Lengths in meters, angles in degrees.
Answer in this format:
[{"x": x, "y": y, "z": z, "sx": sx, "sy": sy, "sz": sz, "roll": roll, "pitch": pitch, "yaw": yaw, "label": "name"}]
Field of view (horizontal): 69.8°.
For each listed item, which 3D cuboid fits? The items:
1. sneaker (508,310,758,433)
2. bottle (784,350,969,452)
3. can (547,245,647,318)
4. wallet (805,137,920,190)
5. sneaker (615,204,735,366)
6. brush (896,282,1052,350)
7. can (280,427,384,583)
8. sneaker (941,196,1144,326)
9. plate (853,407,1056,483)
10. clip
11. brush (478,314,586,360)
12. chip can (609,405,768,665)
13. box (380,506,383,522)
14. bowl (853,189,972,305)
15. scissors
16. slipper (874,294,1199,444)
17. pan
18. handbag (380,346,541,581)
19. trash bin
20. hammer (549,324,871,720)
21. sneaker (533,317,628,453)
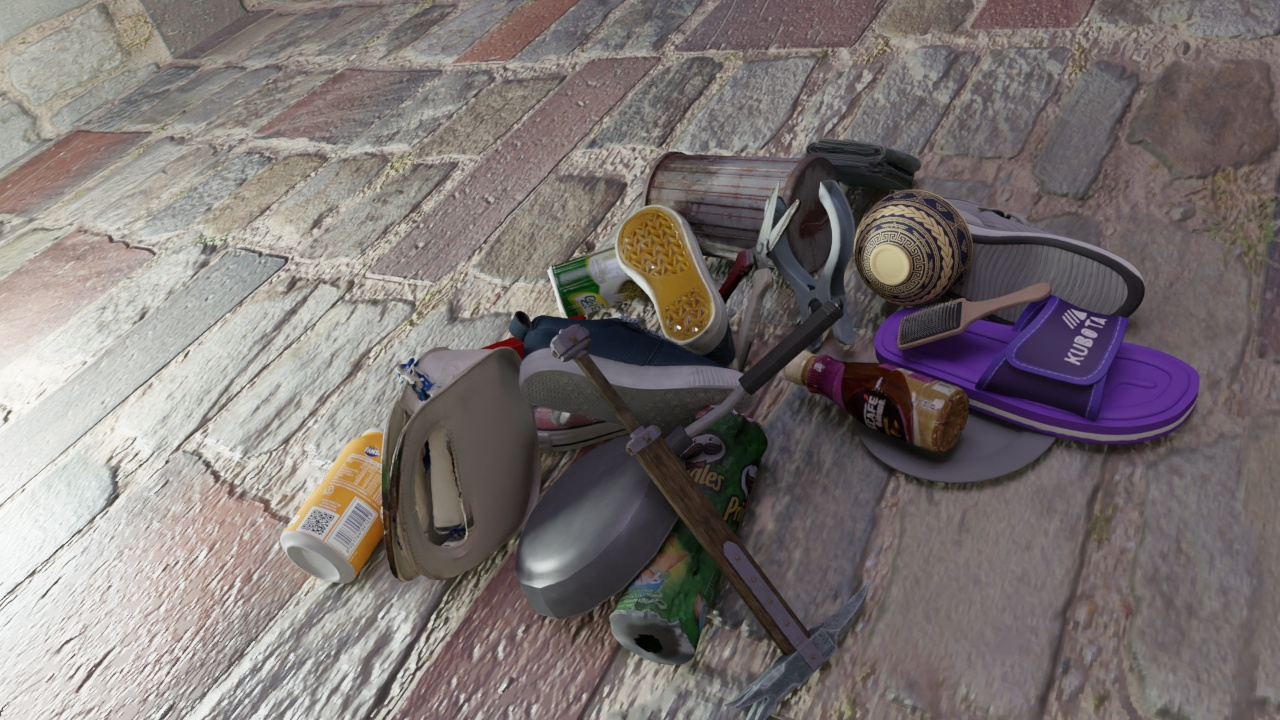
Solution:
[{"x": -0.005, "y": 0.005, "z": 0.847, "sx": 0.235, "sy": 0.089, "sz": 0.087, "roll": 11, "pitch": 52, "yaw": -21, "label": "sneaker"}, {"x": 0.204, "y": 0.028, "z": 0.819, "sx": 0.166, "sy": 0.060, "sz": 0.059, "roll": 23, "pitch": 55, "yaw": 39, "label": "bottle"}, {"x": -0.043, "y": -0.096, "z": 1.079, "sx": 0.121, "sy": 0.067, "sz": 0.067, "roll": -18, "pitch": 39, "yaw": 1, "label": "can"}, {"x": 0.260, "y": -0.231, "z": 1.074, "sx": 0.100, "sy": 0.054, "sz": 0.131, "roll": 11, "pitch": 11, "yaw": 33, "label": "wallet"}, {"x": 0.045, "y": -0.081, "z": 0.975, "sx": 0.087, "sy": 0.079, "sz": 0.235, "roll": -38, "pitch": 43, "yaw": 13, "label": "sneaker"}, {"x": 0.288, "y": -0.045, "z": 0.804, "sx": 0.136, "sy": 0.015, "sz": 0.049, "roll": -19, "pitch": 29, "yaw": 34, "label": "brush"}, {"x": -0.278, "y": 0.140, "z": 0.894, "sx": 0.079, "sy": 0.079, "sz": 0.142, "roll": 3, "pitch": 44, "yaw": 25, "label": "can"}, {"x": 0.365, "y": -0.107, "z": 0.915, "sx": 0.263, "sy": 0.097, "sz": 0.128, "roll": 23, "pitch": 37, "yaw": 31, "label": "sneaker"}, {"x": 0.283, "y": 0.044, "z": 0.827, "sx": 0.178, "sy": 0.012, "sz": 0.178, "roll": -12, "pitch": 40, "yaw": 10, "label": "plate"}, {"x": 0.157, "y": -0.093, "z": 0.938, "sx": 0.029, "sy": 0.171, "sz": 0.142, "roll": -13, "pitch": 12, "yaw": -38, "label": "clip"}, {"x": -0.135, "y": -0.001, "z": 1.010, "sx": 0.173, "sy": 0.042, "sz": 0.082, "roll": -19, "pitch": 11, "yaw": 0, "label": "brush"}, {"x": 0.044, "y": 0.140, "z": 0.767, "sx": 0.075, "sy": 0.075, "sz": 0.222, "roll": 3, "pitch": 44, "yaw": 25, "label": "chip can"}, {"x": -0.203, "y": 0.103, "z": 0.914, "sx": 0.043, "sy": 0.083, "sz": 0.186, "roll": 4, "pitch": 43, "yaw": 17, "label": "box"}, {"x": 0.252, "y": -0.101, "z": 0.879, "sx": 0.112, "sy": 0.112, "sz": 0.061, "roll": 16, "pitch": 33, "yaw": 35, "label": "bowl"}, {"x": 0.110, "y": -0.077, "z": 0.944, "sx": 0.194, "sy": 0.015, "sz": 0.179, "roll": -27, "pitch": 60, "yaw": 58, "label": "scissors"}, {"x": 0.330, "y": -0.013, "z": 0.795, "sx": 0.267, "sy": 0.084, "sz": 0.107, "roll": 17, "pitch": 51, "yaw": 36, "label": "slipper"}, {"x": 0.024, "y": 0.072, "z": 0.767, "sx": 0.357, "sy": 0.041, "sz": 0.178, "roll": -42, "pitch": 22, "yaw": 6, "label": "pan"}, {"x": -0.175, "y": 0.094, "z": 0.807, "sx": 0.093, "sy": 0.201, "sz": 0.199, "roll": 3, "pitch": 23, "yaw": 21, "label": "handbag"}, {"x": 0.121, "y": -0.173, "z": 1.053, "sx": 0.211, "sy": 0.131, "sz": 0.130, "roll": 13, "pitch": 49, "yaw": 35, "label": "trash bin"}, {"x": 0.038, "y": 0.100, "z": 0.691, "sx": 0.146, "sy": 0.028, "sz": 0.317, "roll": -36, "pitch": 86, "yaw": -21, "label": "hammer"}, {"x": -0.056, "y": 0.027, "z": 0.927, "sx": 0.241, "sy": 0.088, "sz": 0.118, "roll": -10, "pitch": 40, "yaw": 10, "label": "sneaker"}]
